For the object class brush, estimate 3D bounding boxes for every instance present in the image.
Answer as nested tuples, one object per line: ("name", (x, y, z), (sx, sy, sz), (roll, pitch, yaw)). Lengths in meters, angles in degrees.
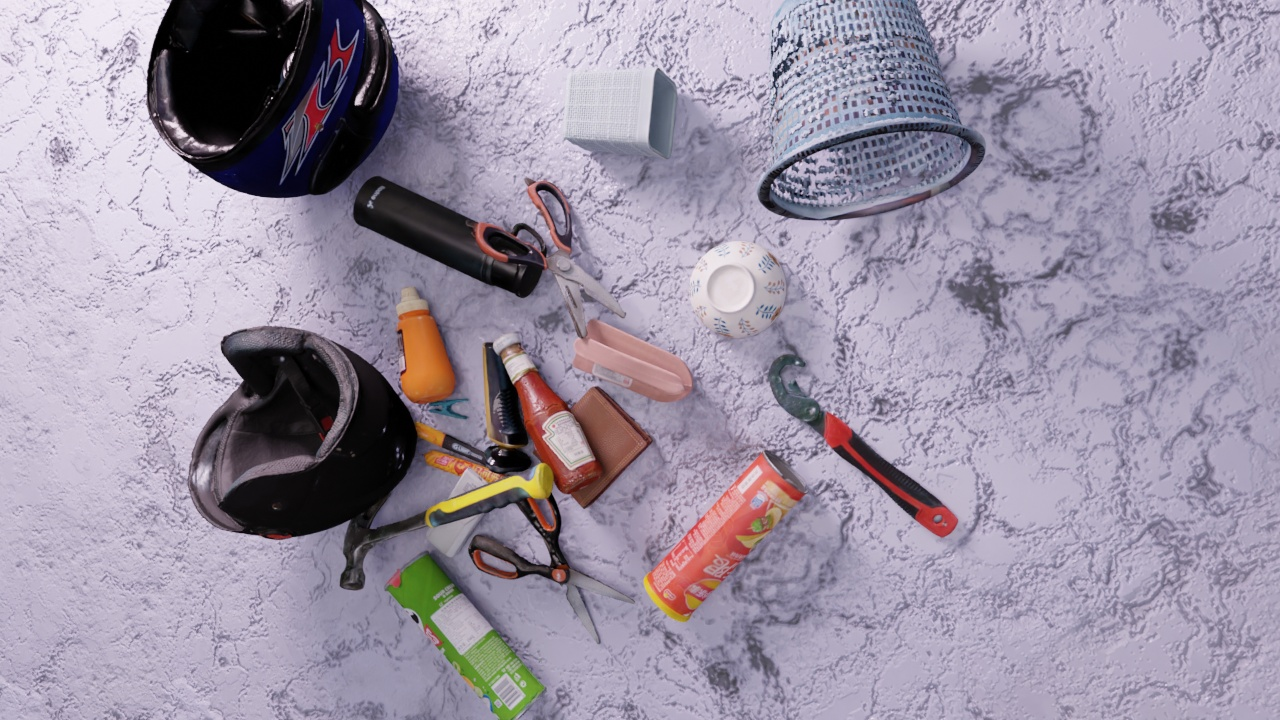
("brush", (-0.006, 0.006, 1.080), (0.146, 0.073, 0.063), (24, 98, 12))

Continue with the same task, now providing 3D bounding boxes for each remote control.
("remote control", (-0.229, 0.195, 1.165), (0.049, 0.024, 0.125), (38, 113, 9))

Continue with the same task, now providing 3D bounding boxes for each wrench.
("wrench", (0.247, 0.099, 1.042), (0.273, 0.016, 0.056), (45, 103, 10))

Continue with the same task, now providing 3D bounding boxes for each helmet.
("helmet", (-0.405, -0.340, 1.085), (0.316, 0.239, 0.247), (-41, 80, 24))
("helmet", (-0.416, 0.100, 1.122), (0.275, 0.230, 0.233), (-29, 55, 23))

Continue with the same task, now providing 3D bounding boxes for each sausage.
("sausage", (-0.206, 0.145, 1.169), (0.165, 0.021, 0.021), (16, 96, 14))

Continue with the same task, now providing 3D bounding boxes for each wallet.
("wallet", (-0.061, 0.105, 1.123), (0.101, 0.032, 0.125), (46, 103, 13))

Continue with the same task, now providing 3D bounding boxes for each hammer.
("hammer", (-0.241, 0.183, 1.117), (0.324, 0.032, 0.126), (-22, 53, 26))

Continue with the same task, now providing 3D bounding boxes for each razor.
("razor", (-0.175, 0.058, 1.145), (0.068, 0.062, 0.167), (-13, 83, 47))

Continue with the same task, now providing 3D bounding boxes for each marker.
("marker", (-0.242, 0.109, 1.181), (0.124, 0.015, 0.018), (22, 102, 12))

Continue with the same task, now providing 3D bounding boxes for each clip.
("clip", (-0.248, 0.060, 1.181), (0.055, 0.013, 0.038), (4, 93, 14))

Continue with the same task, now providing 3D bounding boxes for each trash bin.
("trash bin", (0.221, -0.276, 0.946), (0.227, 0.226, 0.195), (-9, 77, 16))

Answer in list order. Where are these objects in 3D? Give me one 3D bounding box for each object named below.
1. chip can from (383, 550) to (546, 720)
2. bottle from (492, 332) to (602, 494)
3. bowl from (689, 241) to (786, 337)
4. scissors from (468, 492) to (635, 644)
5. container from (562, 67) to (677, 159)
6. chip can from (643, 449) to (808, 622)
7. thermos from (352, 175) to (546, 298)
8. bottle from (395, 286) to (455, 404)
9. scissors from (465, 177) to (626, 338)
("chip can", (-0.221, 0.350, 1.156), (0.236, 0.072, 0.072), (46, 103, 9))
("bottle", (-0.117, 0.060, 1.098), (0.060, 0.059, 0.206), (-34, 76, 14))
("bowl", (0.107, -0.082, 1.050), (0.113, 0.062, 0.113), (1, 93, 17))
("scissors", (-0.115, 0.247, 1.138), (0.221, 0.021, 0.229), (0, 103, 19))
("container", (-0.025, -0.287, 1.065), (0.111, 0.089, 0.090), (7, 94, 18))
("chip can", (0.097, 0.202, 1.060), (0.073, 0.073, 0.217), (42, 102, 10))
("thermos", (-0.233, -0.161, 1.147), (0.242, 0.068, 0.089), (25, 66, 11))
("bottle", (-0.280, -0.022, 1.165), (0.067, 0.066, 0.149), (-17, 81, 16))
("scissors", (-0.106, -0.127, 1.092), (0.226, 0.015, 0.188), (19, 63, -4))
